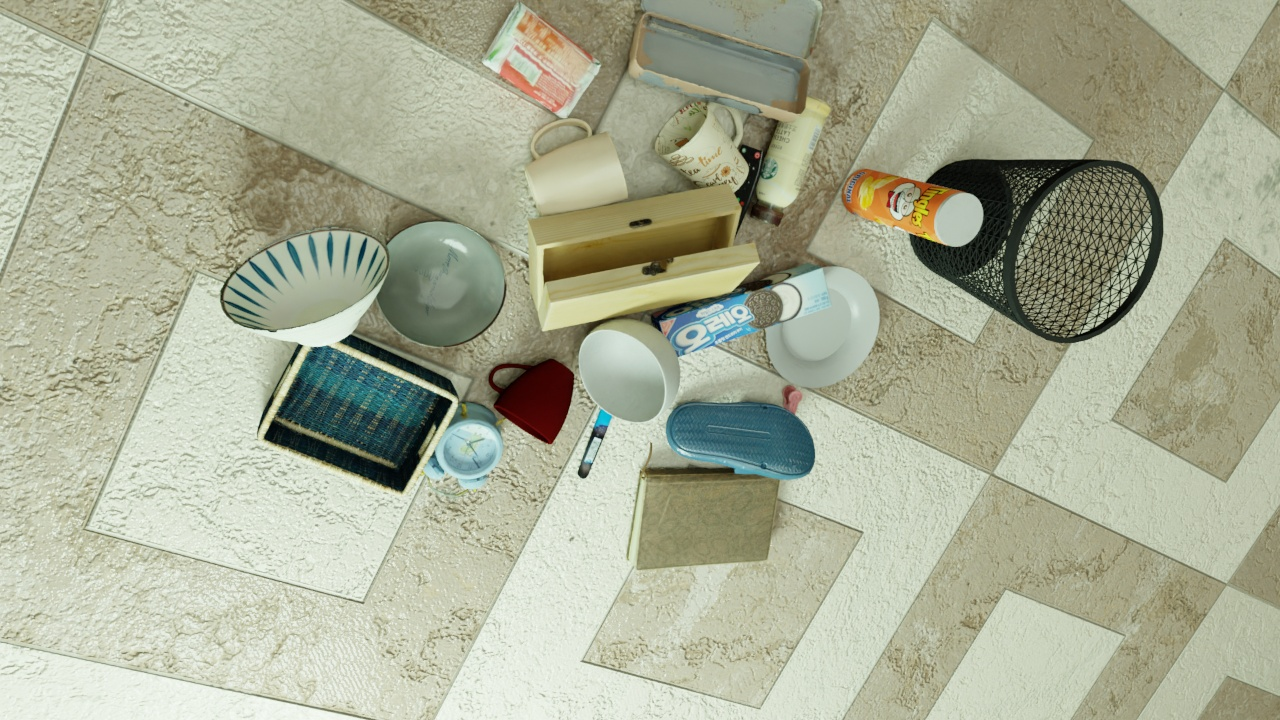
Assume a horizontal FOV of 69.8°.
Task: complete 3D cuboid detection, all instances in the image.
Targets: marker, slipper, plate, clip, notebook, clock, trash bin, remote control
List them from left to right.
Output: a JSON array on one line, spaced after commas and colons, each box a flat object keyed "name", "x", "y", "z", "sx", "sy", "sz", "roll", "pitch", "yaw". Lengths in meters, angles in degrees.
[{"name": "clock", "x": -0.221, "y": 0.113, "z": 1.143, "sx": 0.088, "sy": 0.051, "sz": 0.124, "roll": 24, "pitch": 101, "yaw": -26}, {"name": "marker", "x": -0.058, "y": 0.101, "z": 1.216, "sx": 0.018, "sy": 0.015, "sz": 0.123, "roll": 16, "pitch": 106, "yaw": -20}, {"name": "notebook", "x": 0.091, "y": 0.203, "z": 1.291, "sx": 0.215, "sy": 0.034, "sz": 0.190, "roll": 1, "pitch": 108, "yaw": -20}, {"name": "remote control", "x": 0.123, "y": -0.206, "z": 1.156, "sx": 0.010, "sy": 0.039, "sz": 0.125, "roll": -8, "pitch": 121, "yaw": -51}, {"name": "slipper", "x": 0.137, "y": 0.105, "z": 1.253, "sx": 0.213, "sy": 0.059, "sz": 0.103, "roll": 11, "pitch": 70, "yaw": -9}, {"name": "clip", "x": 0.212, "y": 0.066, "z": 1.284, "sx": 0.022, "sy": 0.038, "sz": 0.059, "roll": -2, "pitch": 113, "yaw": -22}, {"name": "plate", "x": 0.248, "y": -0.046, "z": 1.265, "sx": 0.172, "sy": 0.019, "sz": 0.173, "roll": -6, "pitch": 111, "yaw": -17}, {"name": "trash bin", "x": 0.485, "y": -0.161, "z": 1.179, "sx": 0.216, "sy": 0.243, "sz": 0.217, "roll": -6, "pitch": 110, "yaw": -17}]

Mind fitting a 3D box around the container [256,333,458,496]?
[{"name": "container", "x": -0.329, "y": 0.057, "z": 1.074, "sx": 0.187, "sy": 0.071, "sz": 0.145, "roll": 27, "pitch": 98, "yaw": -25}]

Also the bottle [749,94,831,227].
[{"name": "bottle", "x": 0.183, "y": -0.250, "z": 1.149, "sx": 0.056, "sy": 0.056, "sz": 0.162, "roll": 15, "pitch": 103, "yaw": -23}]

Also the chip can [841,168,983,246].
[{"name": "chip can", "x": 0.329, "y": -0.192, "z": 1.134, "sx": 0.062, "sy": 0.210, "sz": 0.062, "roll": -6, "pitch": 110, "yaw": -17}]

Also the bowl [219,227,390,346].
[{"name": "bowl", "x": -0.347, "y": -0.064, "z": 0.982, "sx": 0.177, "sy": 0.177, "sz": 0.071, "roll": -19, "pitch": 133, "yaw": -12}]

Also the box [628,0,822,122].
[{"name": "box", "x": 0.102, "y": -0.378, "z": 1.065, "sx": 0.216, "sy": 0.058, "sz": 0.154, "roll": 11, "pitch": 85, "yaw": -14}]

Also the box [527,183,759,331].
[{"name": "box", "x": 0.000, "y": -0.102, "z": 1.084, "sx": 0.248, "sy": 0.122, "sz": 0.141, "roll": -12, "pitch": 144, "yaw": -14}]

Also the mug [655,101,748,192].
[{"name": "mug", "x": 0.087, "y": -0.265, "z": 1.113, "sx": 0.097, "sy": 0.081, "sz": 0.121, "roll": 39, "pitch": 66, "yaw": -33}]

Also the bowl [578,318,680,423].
[{"name": "bowl", "x": -0.007, "y": 0.007, "z": 1.147, "sx": 0.064, "sy": 0.132, "sz": 0.132, "roll": -40, "pitch": 125, "yaw": -46}]

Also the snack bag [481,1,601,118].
[{"name": "snack bag", "x": -0.111, "y": -0.334, "z": 1.028, "sx": 0.116, "sy": 0.036, "sz": 0.077, "roll": 31, "pitch": 96, "yaw": -25}]

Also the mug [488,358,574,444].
[{"name": "mug", "x": -0.133, "y": 0.037, "z": 1.140, "sx": 0.114, "sy": 0.087, "sz": 0.088, "roll": 32, "pitch": 76, "yaw": 5}]

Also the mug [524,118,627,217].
[{"name": "mug", "x": -0.081, "y": -0.223, "z": 1.062, "sx": 0.104, "sy": 0.085, "sz": 0.111, "roll": -20, "pitch": 86, "yaw": -5}]

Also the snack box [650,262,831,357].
[{"name": "snack box", "x": 0.130, "y": -0.065, "z": 1.182, "sx": 0.226, "sy": 0.059, "sz": 0.059, "roll": -18, "pitch": 108, "yaw": -4}]

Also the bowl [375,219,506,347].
[{"name": "bowl", "x": -0.234, "y": -0.093, "z": 1.061, "sx": 0.150, "sy": 0.057, "sz": 0.151, "roll": -6, "pitch": 111, "yaw": -17}]
